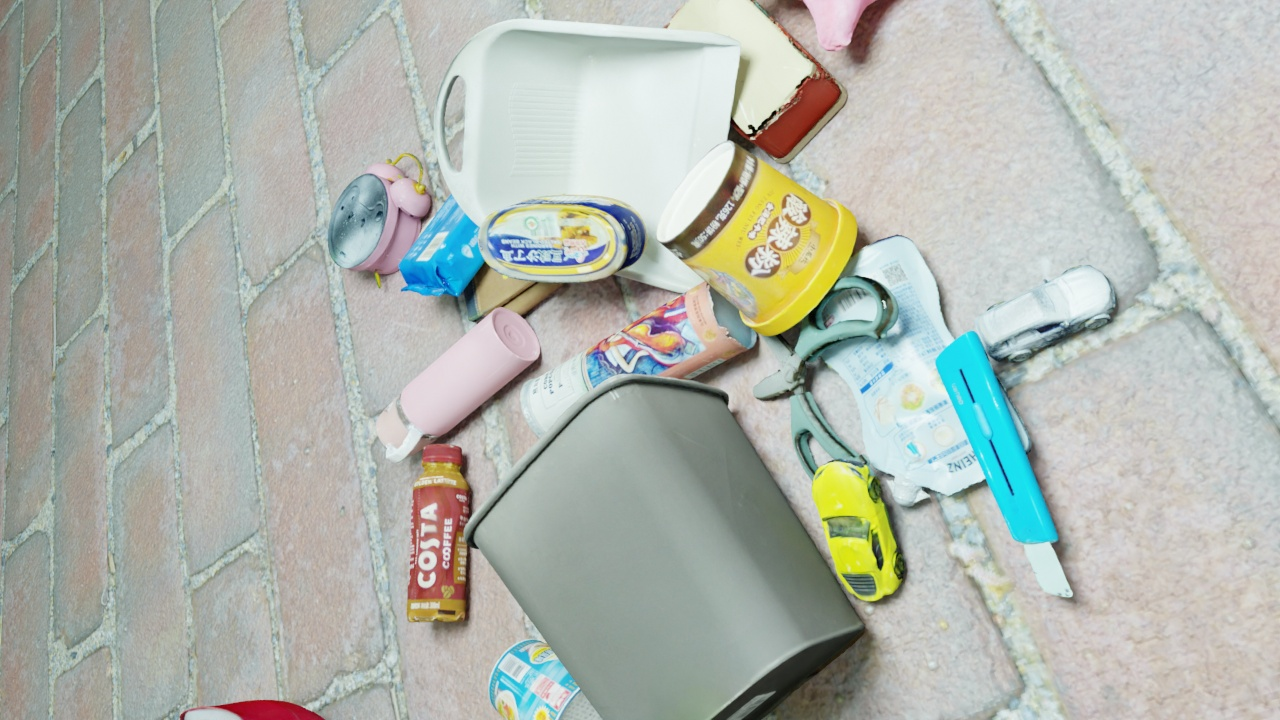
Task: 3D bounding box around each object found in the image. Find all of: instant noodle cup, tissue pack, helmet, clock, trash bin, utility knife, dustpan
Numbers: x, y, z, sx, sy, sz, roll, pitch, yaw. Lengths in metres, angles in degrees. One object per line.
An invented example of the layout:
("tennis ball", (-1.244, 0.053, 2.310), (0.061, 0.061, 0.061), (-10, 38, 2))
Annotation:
("instant noodle cup", (0.085, -0.098, 0.706), (0.119, 0.114, 0.118), (-48, 20, 24))
("tissue pack", (-0.188, -0.130, 0.973), (0.095, 0.052, 0.157), (10, 62, 53))
("instant noodle cup", (-0.071, 0.288, 0.774), (0.110, 0.099, 0.099), (15, 87, 46))
("helmet", (-0.373, 0.461, 0.933), (0.207, 0.143, 0.240), (22, 106, 40))
("clock", (-0.308, -0.176, 1.099), (0.117, 0.059, 0.158), (36, 103, 39))
("trash bin", (0.024, 0.157, 0.676), (0.199, 0.198, 0.219), (-47, 61, 20))
("utility knife", (0.238, 0.067, 0.598), (0.034, 0.018, 0.178), (-28, 71, 31))
("dustpan", (-0.064, -0.192, 0.825), (0.258, 0.142, 0.223), (30, 121, 45))

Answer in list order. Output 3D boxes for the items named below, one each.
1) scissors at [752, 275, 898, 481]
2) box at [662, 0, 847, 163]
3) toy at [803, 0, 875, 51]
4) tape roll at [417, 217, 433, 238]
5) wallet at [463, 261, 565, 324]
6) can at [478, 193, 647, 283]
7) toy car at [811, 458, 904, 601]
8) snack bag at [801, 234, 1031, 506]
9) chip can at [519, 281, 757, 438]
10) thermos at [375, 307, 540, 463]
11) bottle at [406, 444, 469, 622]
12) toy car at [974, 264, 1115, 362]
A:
("scissors", (0.143, 0.028, 0.689), (0.171, 0.019, 0.179), (-37, 63, 52))
("box", (0.091, -0.261, 0.796), (0.091, 0.077, 0.168), (-46, 55, 20))
("toy", (0.153, -0.338, 0.761), (0.179, 0.074, 0.194), (-14, 66, 11))
("tape roll", (-0.227, -0.128, 1.051), (0.086, 0.014, 0.085), (-11, 72, 36))
("wallet", (-0.133, -0.085, 0.957), (0.115, 0.033, 0.090), (-32, 59, 24))
("can", (-0.071, -0.109, 0.822), (0.148, 0.049, 0.075), (4, 110, 22))
("toy car", (0.152, 0.121, 0.653), (0.048, 0.032, 0.105), (-11, 100, 39))
("snack bag", (0.193, 0.009, 0.671), (0.110, 0.038, 0.191), (-34, 62, 24))
("chip can", (-0.005, 0.005, 0.806), (0.215, 0.071, 0.071), (-28, 62, 28))
("thermos", (-0.194, 0.033, 0.943), (0.199, 0.067, 0.087), (-37, 25, 23))
("bottle", (-0.203, 0.173, 0.925), (0.058, 0.057, 0.174), (-13, 71, 35))
("toy car", (0.273, -0.033, 0.623), (0.091, 0.034, 0.043), (-28, 59, 28))
